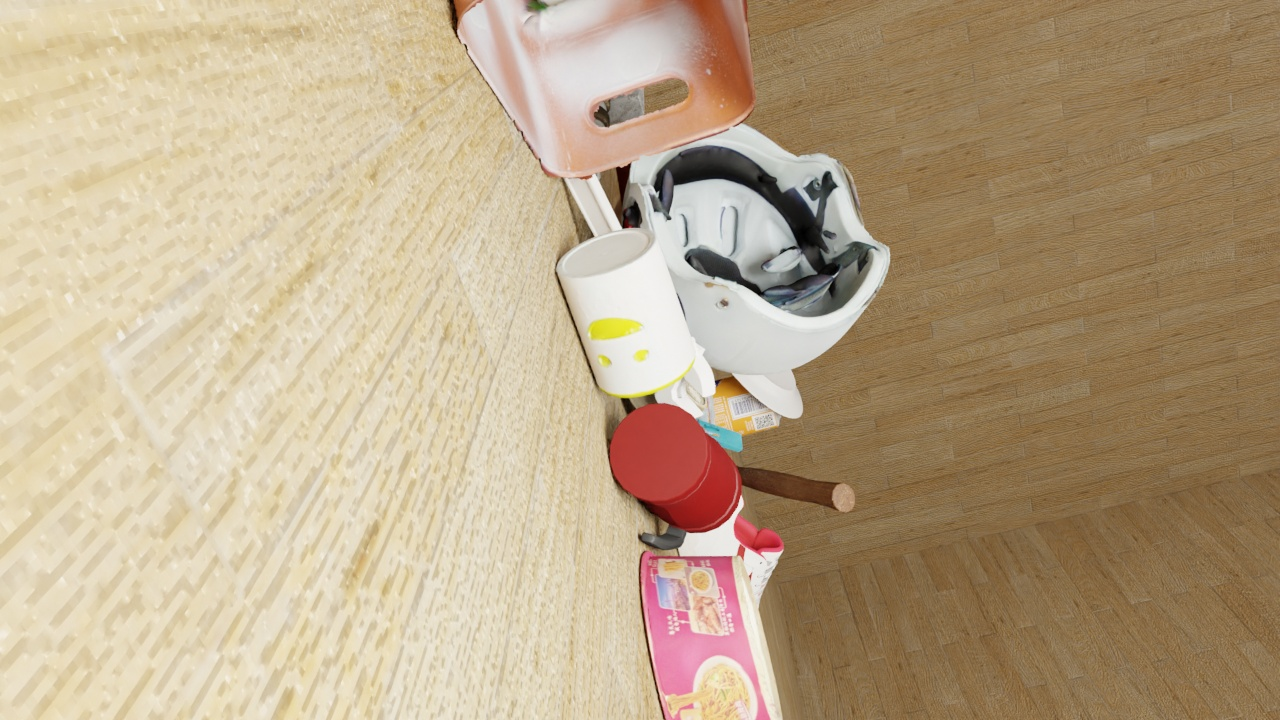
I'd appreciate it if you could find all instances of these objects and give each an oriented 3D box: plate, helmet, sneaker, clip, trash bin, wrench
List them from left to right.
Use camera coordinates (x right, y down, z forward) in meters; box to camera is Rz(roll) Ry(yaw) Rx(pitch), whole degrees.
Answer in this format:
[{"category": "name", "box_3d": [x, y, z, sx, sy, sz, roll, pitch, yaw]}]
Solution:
[{"category": "trash bin", "box_3d": [-0.028, -0.269, 0.667, 0.260, 0.182, 0.157, 50, 25, -73]}, {"category": "wrench", "box_3d": [-0.009, -0.074, 0.796, 0.018, 0.066, 0.273, -17, 75, -40]}, {"category": "clip", "box_3d": [0.035, 0.079, 0.958, 0.120, 0.104, 0.027, 44, 23, -35]}, {"category": "helmet", "box_3d": [0.087, -0.100, 0.879, 0.264, 0.236, 0.164, 57, -34, 23]}, {"category": "sneaker", "box_3d": [0.107, 0.229, 0.996, 0.090, 0.104, 0.237, -84, 159, -71]}, {"category": "plate", "box_3d": [0.147, -0.007, 1.169, 0.188, 0.016, 0.188, 38, 25, -21]}]

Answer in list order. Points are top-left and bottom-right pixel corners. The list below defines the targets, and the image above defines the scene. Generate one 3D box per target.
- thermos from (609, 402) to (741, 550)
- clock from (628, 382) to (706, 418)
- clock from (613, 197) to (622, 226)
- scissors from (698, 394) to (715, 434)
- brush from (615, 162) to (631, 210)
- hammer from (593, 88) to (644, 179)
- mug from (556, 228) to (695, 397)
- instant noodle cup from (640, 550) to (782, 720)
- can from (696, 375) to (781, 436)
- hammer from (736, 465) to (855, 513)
[{"category": "thermos", "box_3d": [0.031, 0.108, 0.778, 0.198, 0.084, 0.108, 52, 55, -69]}, {"category": "clock", "box_3d": [0.024, 0.015, 0.879, 0.093, 0.055, 0.140, 49, 15, -16]}, {"category": "clock", "box_3d": [0.021, -0.200, 1.080, 0.086, 0.130, 0.161, 41, -24, 16]}, {"category": "scissors", "box_3d": [0.071, 0.013, 1.116, 0.170, 0.014, 0.173, -11, 88, -71]}, {"category": "brush", "box_3d": [0.016, -0.168, 0.967, 0.042, 0.082, 0.174, 39, -29, 39]}, {"category": "hammer", "box_3d": [-0.051, -0.281, 0.982, 0.177, 0.079, 0.325, 69, 15, -44]}, {"category": "mug", "box_3d": [-0.010, -0.037, 0.707, 0.082, 0.082, 0.106, -93, 165, -61]}, {"category": "instant noodle cup", "box_3d": [0.060, 0.230, 0.725, 0.178, 0.078, 0.178, -14, 89, -83]}, {"category": "can", "box_3d": [0.108, 0.065, 1.206, 0.079, 0.142, 0.079, -14, 89, -83]}, {"category": "hammer", "box_3d": [0.122, 0.127, 0.994, 0.115, 0.033, 0.323, 59, -20, -13]}]
